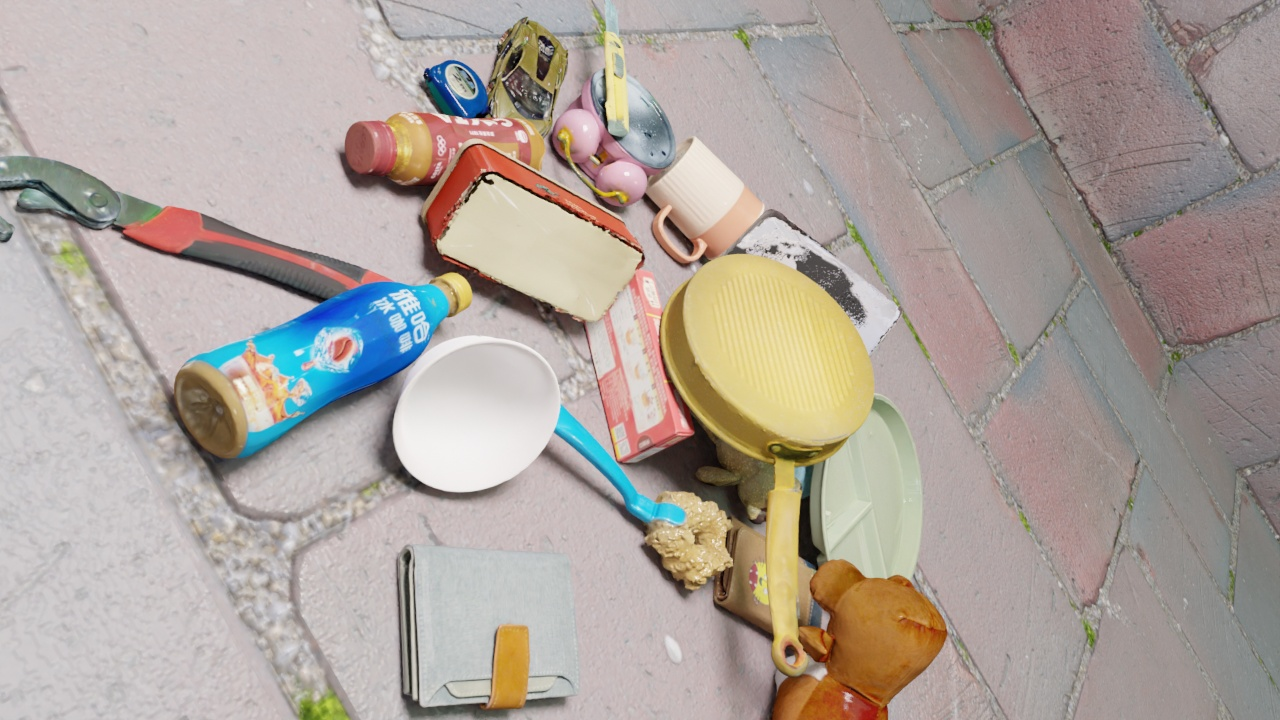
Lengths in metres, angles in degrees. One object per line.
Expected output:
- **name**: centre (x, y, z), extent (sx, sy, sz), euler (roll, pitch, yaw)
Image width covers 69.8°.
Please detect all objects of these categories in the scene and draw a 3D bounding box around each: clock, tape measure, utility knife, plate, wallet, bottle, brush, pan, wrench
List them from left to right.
- **wrench**: centre (-0.275, -0.073, 0.591), extent (0.273, 0.016, 0.056), euler (14, 60, -42)
- **bottle**: centre (-0.191, -0.010, 0.602), extent (0.065, 0.065, 0.218), euler (57, 38, -3)
- **bottle**: centre (-0.157, -0.172, 0.751), extent (0.174, 0.058, 0.057), euler (-15, 78, -50)
- **tape measure**: centre (-0.162, -0.237, 0.813), extent (0.058, 0.025, 0.054), euler (56, 36, -11)
- **wallet**: centre (-0.095, 0.177, 0.611), extent (0.129, 0.037, 0.106), euler (15, 55, -41)
- **clock**: centre (-0.029, -0.219, 0.920), extent (0.117, 0.060, 0.158), euler (44, 39, -19)
- **utility knife**: centre (-0.028, -0.294, 0.917), extent (0.031, 0.021, 0.204), euler (29, 41, -41)
- **brush**: centre (-0.009, 0.100, 0.740), extent (0.254, 0.046, 0.083), euler (45, 44, -27)
- **wallet**: centre (0.117, 0.202, 0.833), extent (0.115, 0.033, 0.090), euler (33, 46, -24)
- **pan**: centre (0.112, 0.071, 0.757), extent (0.197, 0.078, 0.356), euler (10, 54, -24)
- **plate**: centre (0.234, 0.149, 0.943), extent (0.229, 0.028, 0.230), euler (5, 84, -51)

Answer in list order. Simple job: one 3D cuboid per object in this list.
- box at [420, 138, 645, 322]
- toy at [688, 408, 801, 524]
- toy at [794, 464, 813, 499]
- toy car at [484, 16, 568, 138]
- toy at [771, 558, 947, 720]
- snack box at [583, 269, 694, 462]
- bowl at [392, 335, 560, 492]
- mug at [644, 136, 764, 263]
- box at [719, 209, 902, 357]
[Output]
- **box**: centre (-0.083, -0.095, 0.744), extent (0.168, 0.091, 0.076), euler (24, 24, -36)
- **toy**: centre (0.087, 0.075, 0.865), extent (0.105, 0.066, 0.157), euler (-31, 86, -19)
- **toy**: centre (0.173, 0.071, 0.959), extent (0.161, 0.050, 0.156), euler (16, 61, -51)
- **toy car**: centre (-0.108, -0.266, 0.881), extent (0.070, 0.042, 0.157), euler (32, 49, -30)
- **toy**: centre (0.163, 0.268, 0.760), extent (0.140, 0.131, 0.199), euler (22, 86, -32)
- **snack box**: centre (-0.005, 0.005, 0.789), extent (0.025, 0.075, 0.152), euler (6, 62, -45)
- **bowl**: centre (-0.122, 0.026, 0.644), extent (0.118, 0.118, 0.065), euler (22, 14, -37)
- **mug**: centre (0.058, -0.161, 0.972), extent (0.106, 0.082, 0.114), euler (42, 71, -18)
- **box**: centre (0.176, -0.066, 0.965), extent (0.179, 0.134, 0.269), euler (39, 33, 9)
